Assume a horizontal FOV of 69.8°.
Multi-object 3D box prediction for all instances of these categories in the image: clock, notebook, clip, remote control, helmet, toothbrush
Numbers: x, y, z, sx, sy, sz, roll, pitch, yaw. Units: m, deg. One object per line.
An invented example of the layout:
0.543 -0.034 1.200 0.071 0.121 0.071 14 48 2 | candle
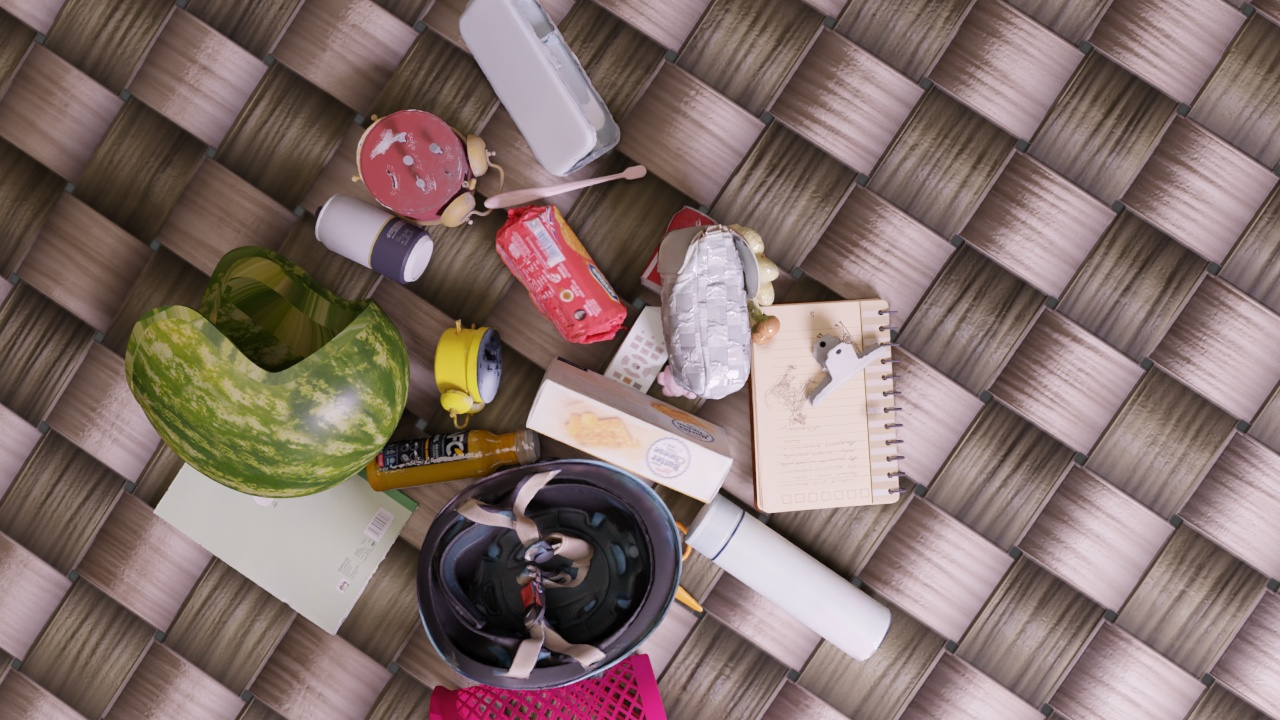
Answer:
-0.186 0.017 0.996 0.057 0.083 0.118 4 88 8 | clock
0.202 0.047 0.992 0.167 0.024 0.225 -3 91 -6 | notebook
0.208 -0.001 0.971 0.101 0.038 0.054 -37 117 -5 | clip
-0.227 -0.206 0.996 0.159 0.081 0.117 19 92 3 | clock
-0.006 0.006 1.010 0.049 0.024 0.143 29 104 -7 | remote control
-0.366 0.026 0.938 0.247 0.212 0.244 20 115 -5 | helmet
-0.082 -0.189 1.002 0.181 0.018 0.016 -14 97 -9 | toothbrush
-0.404 0.169 1.046 0.252 0.010 0.182 33 92 2 | notebook
-0.085 0.217 0.948 0.266 0.167 0.225 -15 73 3 | helmet

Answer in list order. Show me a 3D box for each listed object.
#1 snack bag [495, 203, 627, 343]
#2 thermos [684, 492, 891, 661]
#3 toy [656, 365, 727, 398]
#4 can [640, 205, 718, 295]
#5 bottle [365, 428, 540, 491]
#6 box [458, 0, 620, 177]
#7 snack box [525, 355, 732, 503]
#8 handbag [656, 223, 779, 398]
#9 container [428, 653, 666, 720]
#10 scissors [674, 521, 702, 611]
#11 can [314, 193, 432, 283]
-0.088 -0.091 0.992 0.082 0.082 0.176 -35 89 3 | snack bag
0.157 0.232 0.989 0.230 0.068 0.068 33 92 2 | thermos
0.077 0.004 1.003 0.125 0.037 0.076 -28 89 -7 | toy
0.043 -0.115 0.997 0.054 0.054 0.096 29 92 2 | can
-0.205 0.106 1.012 0.186 0.053 0.053 -8 90 3 | bottle
-0.116 -0.301 0.977 0.108 0.109 0.216 -34 88 6 | box
-0.011 0.070 0.960 0.208 0.104 0.057 23 103 -5 | snack box
0.081 -0.051 0.928 0.123 0.112 0.171 -6 98 -17 | handbag
-0.083 0.402 0.959 0.225 0.183 0.183 -15 90 -5 | container
0.014 0.238 1.023 0.129 0.011 0.125 12 90 4 | scissors
-0.297 -0.136 1.009 0.127 0.064 0.064 25 92 2 | can
